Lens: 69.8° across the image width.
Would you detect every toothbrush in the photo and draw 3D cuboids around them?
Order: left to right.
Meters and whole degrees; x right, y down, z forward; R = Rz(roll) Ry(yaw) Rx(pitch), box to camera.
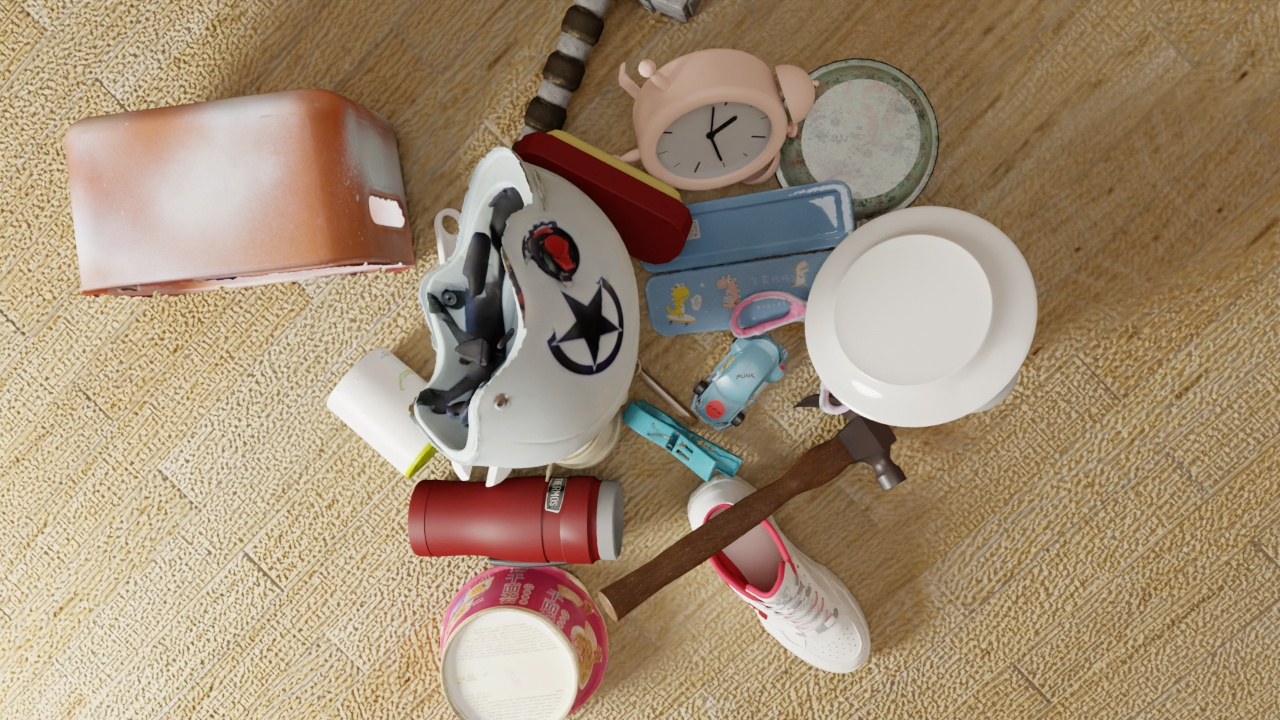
[{"bbox_3d":[-0.005,0.005,0.906,0.167,0.016,0.016,43,98,-1],"label":"toothbrush"}]

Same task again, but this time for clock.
[{"bbox_3d":[-0.056,0.045,0.881,0.141,0.054,0.093,-41,70,9],"label":"clock"},{"bbox_3d":[0.061,-0.218,0.812,0.160,0.131,0.086,5,61,-13],"label":"clock"}]

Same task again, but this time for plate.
[{"bbox_3d":[0.224,-0.040,0.758,0.189,0.016,0.188,-8,75,29],"label":"plate"}]

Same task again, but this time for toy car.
[{"bbox_3d":[0.096,0.021,0.894,0.060,0.027,0.108,40,98,-1],"label":"toy car"}]

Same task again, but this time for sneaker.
[{"bbox_3d":[0.135,0.217,0.876,0.090,0.104,0.236,-38,93,7],"label":"sneaker"}]

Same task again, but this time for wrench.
[{"bbox_3d":[-0.167,-0.014,0.884,0.018,0.066,0.273,-17,79,50],"label":"wrench"}]

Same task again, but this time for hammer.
[{"bbox_3d":[-0.067,-0.277,0.852,0.177,0.079,0.327,25,103,1],"label":"hammer"},{"bbox_3d":[0.102,0.132,0.827,0.322,0.033,0.115,-29,78,-23],"label":"hammer"}]

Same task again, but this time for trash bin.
[{"bbox_3d":[-0.354,-0.146,0.835,0.260,0.181,0.157,-5,95,6],"label":"trash bin"}]

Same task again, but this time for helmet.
[{"bbox_3d":[-0.085,-0.038,0.784,0.163,0.237,0.263,10,76,-29],"label":"helmet"}]

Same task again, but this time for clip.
[{"bbox_3d":[0.041,0.076,0.892,0.120,0.103,0.027,31,97,21],"label":"clip"}]

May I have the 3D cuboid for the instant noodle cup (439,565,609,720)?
[{"bbox_3d":[-0.124,0.301,0.920,0.179,0.077,0.179,1,97,5],"label":"instant noodle cup"}]

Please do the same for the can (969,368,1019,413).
[{"bbox_3d":[0.277,-0.002,0.819,0.079,0.142,0.079,1,97,4],"label":"can"}]

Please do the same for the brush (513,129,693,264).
[{"bbox_3d":[-0.034,-0.151,0.828,0.173,0.082,0.041,26,65,-8],"label":"brush"}]

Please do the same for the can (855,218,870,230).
[{"bbox_3d":[0.263,-0.095,0.854,0.135,0.054,0.054,11,97,3],"label":"can"}]

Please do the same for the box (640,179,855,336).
[{"bbox_3d":[0.099,-0.092,0.858,0.209,0.020,0.125,-6,96,21],"label":"box"}]

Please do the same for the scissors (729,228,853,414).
[{"bbox_3d":[0.171,-0.027,0.837,0.171,0.013,0.173,-18,97,19],"label":"scissors"}]

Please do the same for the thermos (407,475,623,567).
[{"bbox_3d":[-0.118,0.165,0.906,0.199,0.083,0.108,-1,127,7],"label":"thermos"}]

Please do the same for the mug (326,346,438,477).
[{"bbox_3d":[-0.238,0.050,0.897,0.106,0.082,0.082,41,98,0],"label":"mug"}]

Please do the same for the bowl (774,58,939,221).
[{"bbox_3d":[0.201,-0.203,0.853,0.157,0.038,0.157,1,97,4],"label":"bowl"}]
